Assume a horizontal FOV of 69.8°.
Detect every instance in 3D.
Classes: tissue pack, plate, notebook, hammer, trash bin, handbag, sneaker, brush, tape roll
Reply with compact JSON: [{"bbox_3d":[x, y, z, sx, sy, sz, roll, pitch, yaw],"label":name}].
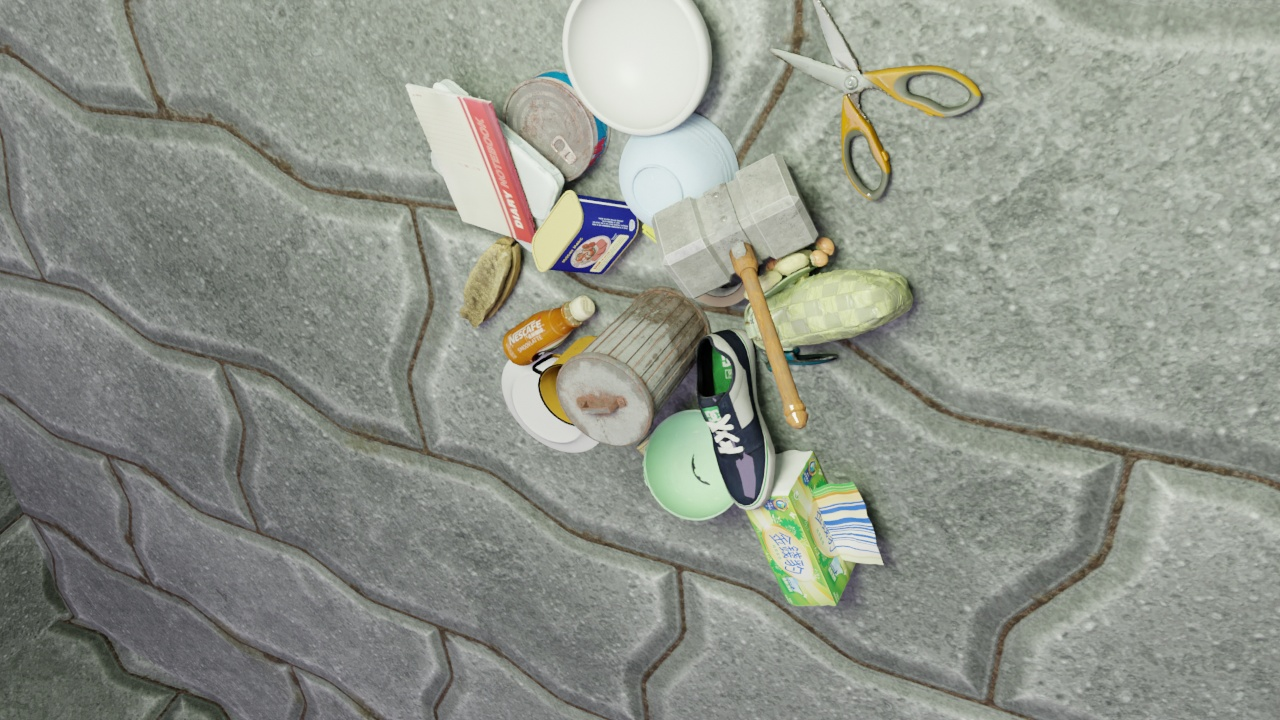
[{"bbox_3d":[0.244,0.224,1.233,0.142,0.120,0.198,-10,121,37],"label":"tissue pack"},{"bbox_3d":[-0.140,0.070,1.420,0.189,0.016,0.189,16,128,22],"label":"plate"},{"bbox_3d":[-0.209,-0.246,1.165,0.153,0.012,0.209,22,145,34],"label":"notebook"},{"bbox_3d":[0.123,-0.059,0.955,0.163,0.317,0.083,-25,140,15],"label":"hammer"},{"bbox_3d":[-0.007,0.007,1.165,0.131,0.210,0.131,16,128,22],"label":"trash bin"},{"bbox_3d":[0.209,-0.081,1.053,0.187,0.113,0.117,-10,101,33],"label":"handbag"},{"bbox_3d":[0.111,0.079,1.169,0.084,0.078,0.235,-8,91,40],"label":"sneaker"},{"bbox_3d":[-0.219,-0.109,1.322,0.059,0.043,0.196,42,139,3],"label":"brush"},{"bbox_3d":[0.098,-0.115,1.125,0.094,0.030,0.094,7,115,15],"label":"tape roll"}]

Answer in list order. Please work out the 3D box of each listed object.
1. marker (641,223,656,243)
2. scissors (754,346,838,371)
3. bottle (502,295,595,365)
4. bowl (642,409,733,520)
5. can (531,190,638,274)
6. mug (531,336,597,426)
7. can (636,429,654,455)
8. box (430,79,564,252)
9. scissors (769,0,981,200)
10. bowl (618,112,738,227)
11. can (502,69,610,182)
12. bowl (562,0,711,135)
[{"bbox_3d":[0.053,-0.134,1.160,0.124,0.017,0.021,40,88,0],"label":"marker"},{"bbox_3d":[0.184,-0.008,1.169,0.144,0.019,0.127,29,132,14],"label":"scissors"},{"bbox_3d":[-0.128,-0.046,1.305,0.168,0.059,0.059,-28,104,41],"label":"bottle"},{"bbox_3d":[0.087,0.145,1.277,0.151,0.077,0.151,-3,84,25],"label":"bowl"},{"bbox_3d":[-0.069,-0.158,1.162,0.117,0.092,0.056,-45,54,43],"label":"can"},{"bbox_3d":[-0.089,0.022,1.303,0.124,0.093,0.101,24,128,13],"label":"mug"},{"bbox_3d":[0.034,0.143,1.350,0.079,0.038,0.038,46,132,-4],"label":"can"},{"bbox_3d":[-0.194,-0.244,1.190,0.209,0.037,0.190,42,149,4],"label":"box"},{"bbox_3d":[0.242,-0.280,0.949,0.217,0.016,0.225,-12,111,37],"label":"scissors"},{"bbox_3d":[0.034,-0.212,1.082,0.151,0.074,0.151,15,127,22],"label":"bowl"},{"bbox_3d":[-0.105,-0.289,1.134,0.130,0.044,0.130,16,128,22],"label":"can"},{"bbox_3d":[0.004,-0.344,1.015,0.177,0.066,0.177,16,128,22],"label":"bowl"}]
